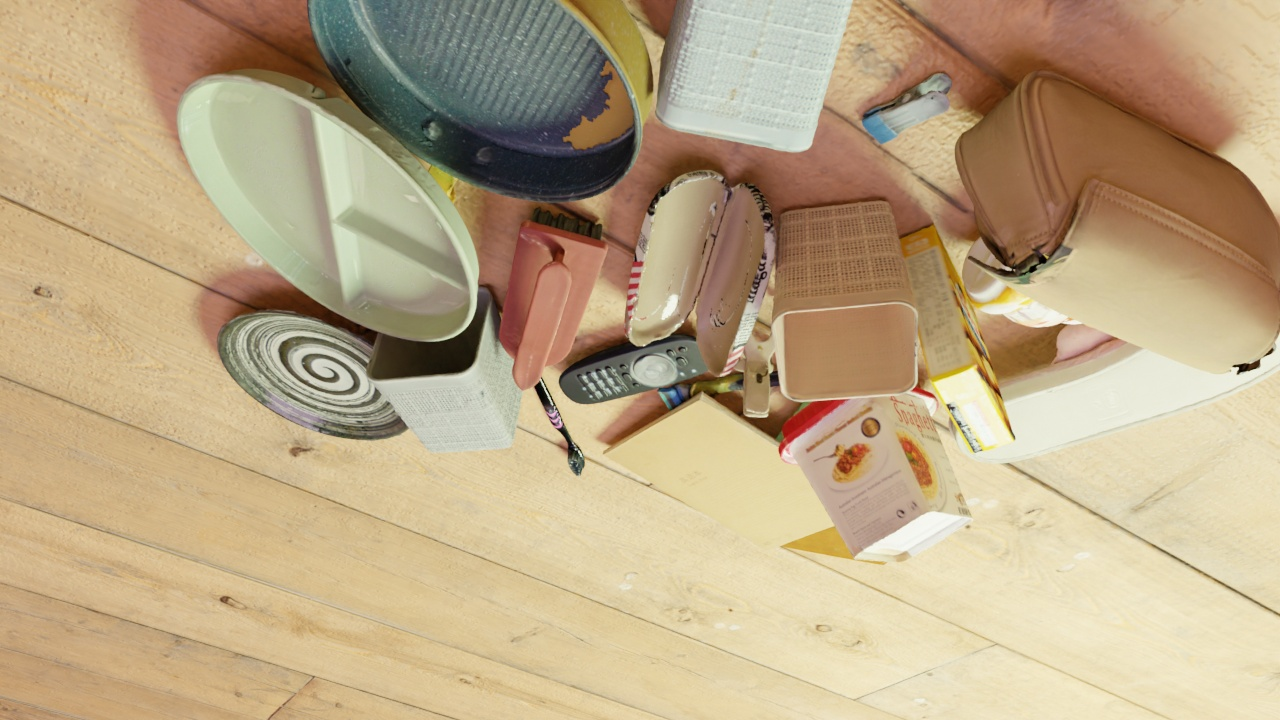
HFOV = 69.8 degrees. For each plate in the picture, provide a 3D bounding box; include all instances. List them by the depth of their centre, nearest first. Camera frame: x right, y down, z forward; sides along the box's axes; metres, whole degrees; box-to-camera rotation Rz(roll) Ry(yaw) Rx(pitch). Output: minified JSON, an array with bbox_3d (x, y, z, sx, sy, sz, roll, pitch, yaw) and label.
[{"bbox_3d":[-0.205,-0.098,0.618,0.230,0.027,0.231,22,147,15],"label":"plate"},{"bbox_3d":[-0.275,0.011,0.799,0.179,0.024,0.180,8,141,6],"label":"plate"}]

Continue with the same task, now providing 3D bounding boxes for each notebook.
[{"bbox_3d":[0.090,0.110,0.849,0.211,0.012,0.150,33,140,-21],"label":"notebook"}]

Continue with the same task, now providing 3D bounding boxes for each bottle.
[{"bbox_3d":[0.280,-0.053,0.636,0.108,0.063,0.063,15,138,-18],"label":"bottle"}]

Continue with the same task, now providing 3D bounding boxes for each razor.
[{"bbox_3d":[0.087,0.020,0.772,0.143,0.022,0.043,-12,138,23],"label":"razor"}]

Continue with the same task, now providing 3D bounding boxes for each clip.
[{"bbox_3d":[0.166,-0.157,0.570,0.024,0.028,0.057,37,139,-27],"label":"clip"},{"bbox_3d":[0.089,0.001,0.711,0.035,0.099,0.098,5,168,-1],"label":"clip"}]

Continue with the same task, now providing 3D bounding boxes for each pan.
[{"bbox_3d":[-0.122,-0.129,0.585,0.197,0.078,0.358,27,155,-12],"label":"pan"}]

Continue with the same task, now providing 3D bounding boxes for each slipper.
[{"bbox_3d":[0.365,0.002,0.694,0.275,0.054,0.114,-30,129,28],"label":"slipper"}]

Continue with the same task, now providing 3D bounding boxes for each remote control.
[{"bbox_3d":[-0.005,0.004,0.765,0.137,0.024,0.053,-16,133,22],"label":"remote control"}]

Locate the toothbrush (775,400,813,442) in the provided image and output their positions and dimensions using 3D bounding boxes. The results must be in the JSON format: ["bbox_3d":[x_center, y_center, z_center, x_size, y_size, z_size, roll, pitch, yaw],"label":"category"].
[{"bbox_3d":[0.137,0.070,0.820,0.026,0.027,0.225,43,139,15],"label":"toothbrush"}]

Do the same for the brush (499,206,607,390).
[{"bbox_3d":[-0.072,-0.040,0.690,0.063,0.069,0.146,15,138,-8],"label":"brush"}]

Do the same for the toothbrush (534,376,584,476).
[{"bbox_3d":[-0.082,0.044,0.826,0.014,0.017,0.189,-5,136,15],"label":"toothbrush"}]

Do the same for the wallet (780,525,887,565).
[{"bbox_3d":[0.200,0.162,0.910,0.130,0.035,0.119,12,140,-4],"label":"wallet"}]

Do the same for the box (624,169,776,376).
[{"bbox_3d":[0.043,-0.054,0.649,0.075,0.085,0.162,-23,146,-30],"label":"box"}]

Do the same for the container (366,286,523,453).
[{"bbox_3d":[-0.150,0.013,0.747,0.090,0.090,0.114,-4,140,12],"label":"container"}]

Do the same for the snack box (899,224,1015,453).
[{"bbox_3d":[0.213,-0.016,0.627,0.034,0.140,0.087,-23,130,22],"label":"snack box"}]

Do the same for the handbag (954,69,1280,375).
[{"bbox_3d":[0.282,-0.076,0.546,0.204,0.147,0.100,21,144,-14],"label":"handbag"}]

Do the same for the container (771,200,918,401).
[{"bbox_3d":[0.137,-0.044,0.628,0.090,0.110,0.090,-5,137,12],"label":"container"}]

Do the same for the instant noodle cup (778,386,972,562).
[{"bbox_3d":[0.193,0.089,0.736,0.116,0.124,0.117,14,134,-43],"label":"instant noodle cup"}]

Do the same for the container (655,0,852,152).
[{"bbox_3d":[0.064,-0.189,0.493,0.090,0.090,0.112,10,136,-5],"label":"container"}]
